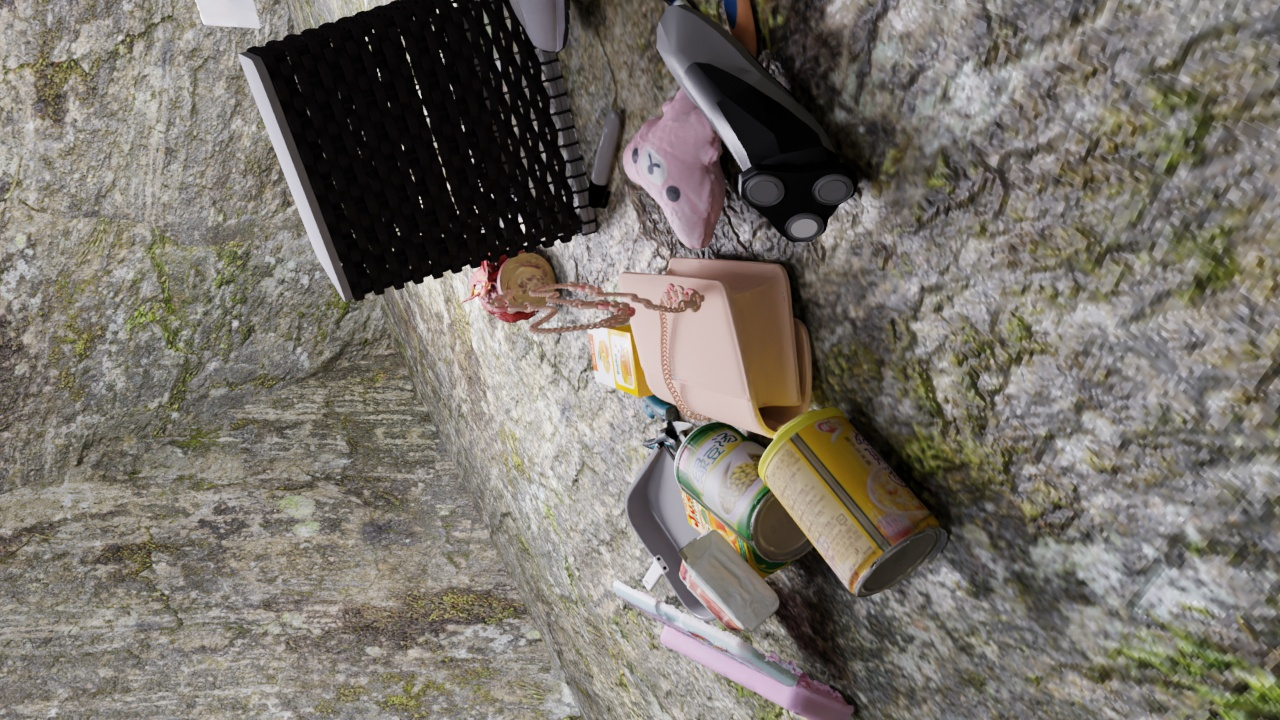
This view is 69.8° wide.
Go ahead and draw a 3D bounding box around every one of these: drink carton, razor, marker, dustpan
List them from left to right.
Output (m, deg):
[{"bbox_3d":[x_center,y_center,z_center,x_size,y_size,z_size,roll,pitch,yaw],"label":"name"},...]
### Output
[{"bbox_3d":[-0.029,-0.169,0.788,0.022,0.016,0.139,33,155,3],"label":"marker"},{"bbox_3d":[-0.010,-0.006,0.861,0.122,0.040,0.058,-164,64,-67],"label":"drink carton"},{"bbox_3d":[0.037,0.204,0.976,0.163,0.033,0.258,55,159,17],"label":"dustpan"},{"bbox_3d":[0.078,0.131,0.790,0.122,0.041,0.058,33,142,60],"label":"drink carton"},{"bbox_3d":[0.057,-0.138,0.508,0.156,0.060,0.057,63,146,23],"label":"razor"}]

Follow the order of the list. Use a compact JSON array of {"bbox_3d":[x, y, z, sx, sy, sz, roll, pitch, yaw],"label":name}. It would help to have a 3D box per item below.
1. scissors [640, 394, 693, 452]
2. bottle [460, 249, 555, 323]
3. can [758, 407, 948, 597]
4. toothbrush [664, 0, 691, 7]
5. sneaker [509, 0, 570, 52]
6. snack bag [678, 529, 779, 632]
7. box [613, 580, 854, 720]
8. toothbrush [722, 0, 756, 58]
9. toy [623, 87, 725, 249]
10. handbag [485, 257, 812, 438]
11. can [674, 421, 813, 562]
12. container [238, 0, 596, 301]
[{"bbox_3d":[0.019,0.067,0.914,0.148,0.019,0.118,49,154,40],"label":"scissors"},{"bbox_3d":[-0.161,-0.093,1.114,0.111,0.098,0.099,3,114,65],"label":"bottle"},{"bbox_3d":[0.127,0.085,0.560,0.105,0.067,0.068,53,157,35],"label":"can"},{"bbox_3d":[0.012,-0.238,0.583,0.012,0.017,0.186,-54,55,33],"label":"toothbrush"},{"bbox_3d":[-0.120,-0.333,0.645,0.088,0.124,0.240,-105,10,-49],"label":"sneaker"},{"bbox_3d":[0.067,0.186,0.760,0.077,0.041,0.225,46,169,13],"label":"snack bag"},{"bbox_3d":[0.072,0.256,0.802,0.153,0.041,0.202,33,164,-30],"label":"box"},{"bbox_3d":[0.043,-0.232,0.513,0.135,0.017,0.021,68,166,-10],"label":"toothbrush"},{"bbox_3d":[0.027,-0.135,0.609,0.099,0.052,0.096,55,146,25],"label":"toy"},{"bbox_3d":[-0.004,0.003,0.636,0.199,0.186,0.117,17,120,61],"label":"handbag"},{"bbox_3d":[0.081,0.097,0.700,0.121,0.067,0.067,33,142,59],"label":"can"},{"bbox_3d":[-0.223,-0.220,0.900,0.247,0.243,0.246,36,144,58],"label":"container"}]
